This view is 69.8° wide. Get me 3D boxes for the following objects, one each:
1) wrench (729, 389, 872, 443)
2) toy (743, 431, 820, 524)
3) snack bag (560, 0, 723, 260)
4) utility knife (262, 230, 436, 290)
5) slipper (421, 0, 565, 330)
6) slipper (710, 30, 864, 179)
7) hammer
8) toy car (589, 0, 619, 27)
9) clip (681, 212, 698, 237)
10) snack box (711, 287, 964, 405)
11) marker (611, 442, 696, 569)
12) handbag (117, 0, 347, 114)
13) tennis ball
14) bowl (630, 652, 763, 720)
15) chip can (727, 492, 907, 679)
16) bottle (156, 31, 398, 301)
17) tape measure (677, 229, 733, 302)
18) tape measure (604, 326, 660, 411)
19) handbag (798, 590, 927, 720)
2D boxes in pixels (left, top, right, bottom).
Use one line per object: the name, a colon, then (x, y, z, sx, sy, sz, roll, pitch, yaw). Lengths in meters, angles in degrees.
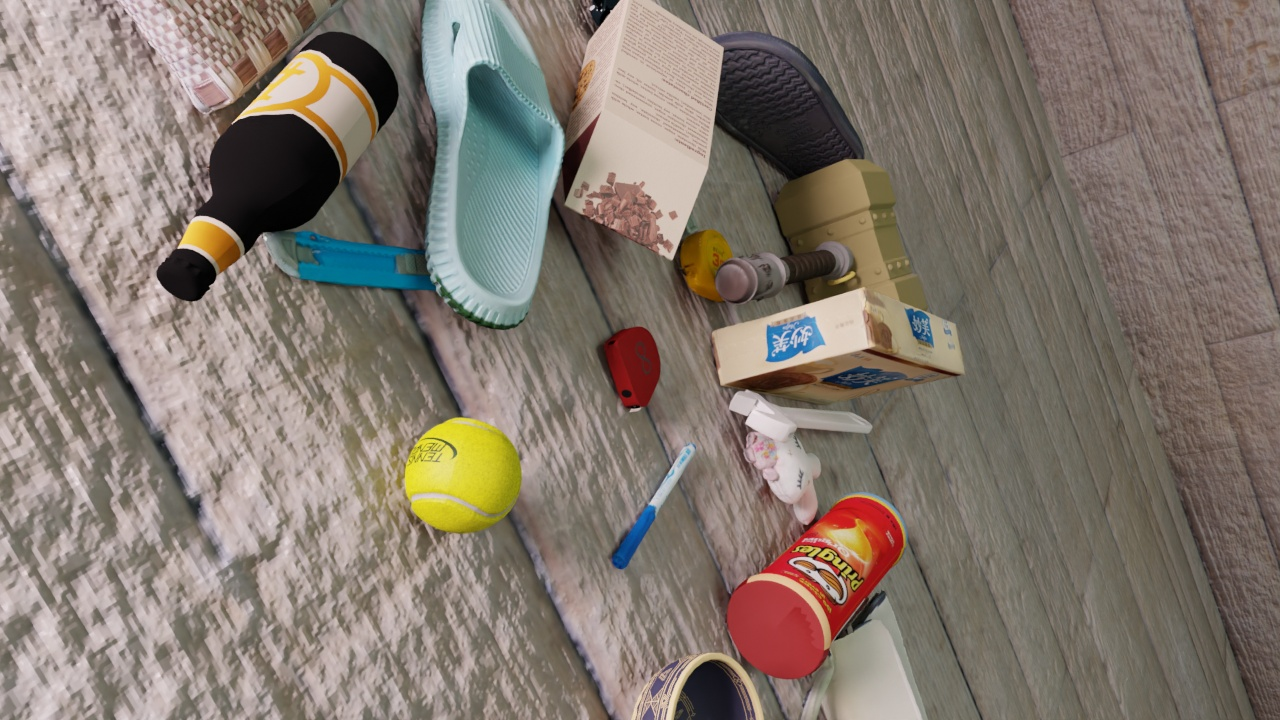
wrench: (0.167, 0.057, 0.895, 0.272, 0.066, 0.018, 9, 112, -55)
toy: (0.135, 0.098, 0.845, 0.125, 0.037, 0.075, 41, 44, -42)
snack bag: (-0.001, -0.181, 0.728, 0.094, 0.070, 0.205, 24, 56, -24)
utility knife: (-0.138, -0.059, 0.574, 0.206, 0.015, 0.031, -2, 83, -54)
slipper: (-0.092, -0.151, 0.615, 0.116, 0.070, 0.275, 28, 51, -48)
slipper: (0.151, -0.275, 0.955, 0.268, 0.111, 0.083, 27, 53, -48)
hammer: (0.163, -0.093, 0.893, 0.324, 0.101, 0.190, -17, 91, -55)
toy car: (-0.006, -0.287, 0.814, 0.112, 0.034, 0.046, 34, 52, -42)
clip: (0.024, -0.143, 0.803, 0.023, 0.043, 0.076, -36, 105, -54)
snack box: (0.189, -0.006, 0.857, 0.207, 0.154, 0.055, 11, 69, -50)
marker: (0.013, 0.108, 0.707, 0.013, 0.013, 0.141, 59, 38, -18)
handbag: (-0.224, -0.234, 0.505, 0.124, 0.047, 0.185, 57, 39, -33)
tennis ball: (-0.102, 0.067, 0.528, 0.065, 0.066, 0.065, 23, 59, -46)
bowl: (0.030, 0.259, 0.627, 0.112, 0.061, 0.112, 23, 59, -46)
chip can: (0.162, 0.189, 0.806, 0.212, 0.087, 0.087, -22, 94, -54)
bottle: (-0.191, -0.101, 0.482, 0.059, 0.059, 0.181, 47, 44, -30)
tape measure: (0.059, -0.087, 0.824, 0.068, 0.030, 0.059, 15, 65, -54)
tape measure: (-0.004, 0.004, 0.718, 0.051, 0.019, 0.059, -39, 115, -53)
handbag: (0.192, 0.304, 0.810, 0.175, 0.074, 0.151, -22, 94, -53)
